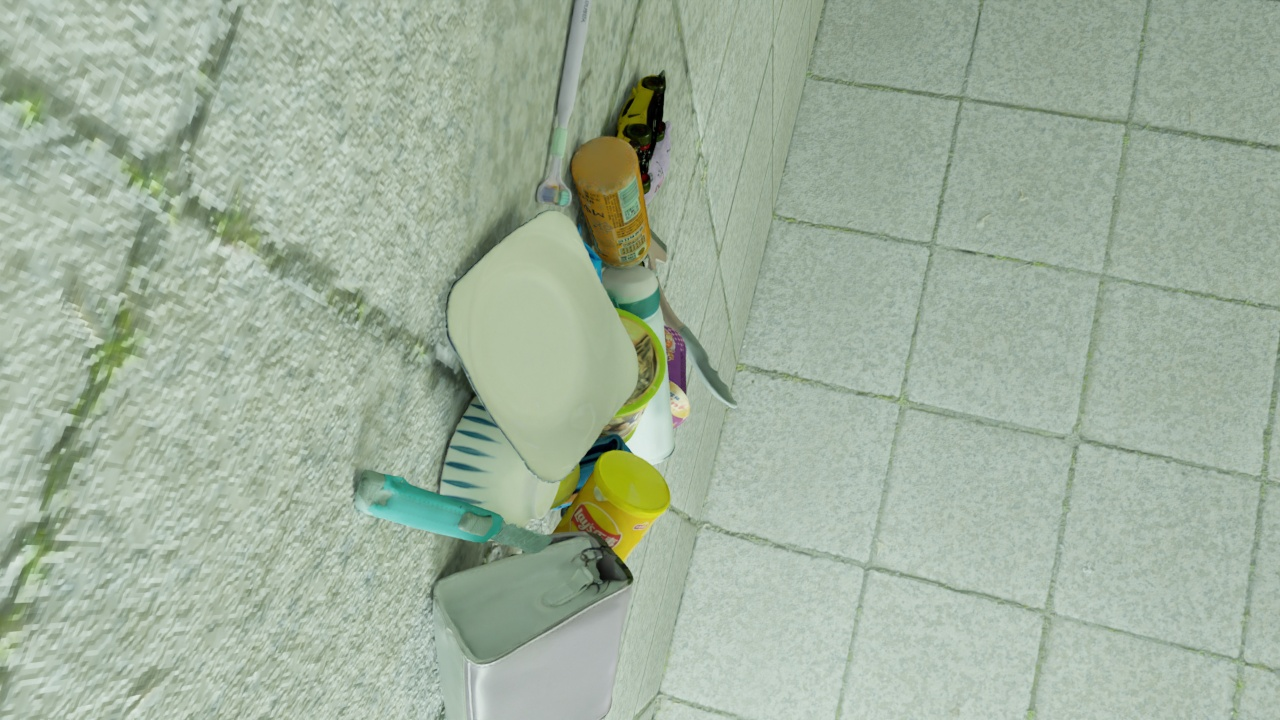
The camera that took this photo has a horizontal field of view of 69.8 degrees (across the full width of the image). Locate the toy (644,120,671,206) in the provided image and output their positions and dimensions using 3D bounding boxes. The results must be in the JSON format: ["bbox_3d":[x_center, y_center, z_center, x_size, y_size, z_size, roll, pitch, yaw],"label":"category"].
[{"bbox_3d":[0.007,-0.199,0.989,0.107,0.039,0.084,-68,172,-46],"label":"toy"}]

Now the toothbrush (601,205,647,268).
[{"bbox_3d":[-0.017,-0.140,0.984,0.016,0.018,0.190,63,29,-22],"label":"toothbrush"}]

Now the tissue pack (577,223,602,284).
[{"bbox_3d":[-0.065,-0.030,0.771,0.095,0.052,0.156,85,20,-58],"label":"tissue pack"}]

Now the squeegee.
[{"bbox_3d":[0.052,-0.047,1.148,0.249,0.040,0.247,64,8,7],"label":"squeegee"}]

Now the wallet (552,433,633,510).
[{"bbox_3d":[-0.055,0.110,0.886,0.133,0.106,0.040,63,7,-71],"label":"wallet"}]

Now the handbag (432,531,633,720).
[{"bbox_3d":[-0.087,0.241,0.746,0.144,0.098,0.197,-16,134,-25],"label":"handbag"}]

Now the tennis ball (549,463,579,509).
[{"bbox_3d":[-0.084,0.095,0.784,0.065,0.065,0.065,14,89,-79],"label":"tennis ball"}]

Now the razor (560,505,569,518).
[{"bbox_3d":[-0.068,0.105,0.993,0.042,0.022,0.142,28,73,-68],"label":"razor"}]

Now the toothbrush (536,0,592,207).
[{"bbox_3d":[-0.054,-0.215,0.711,0.021,0.029,0.189,23,-74,60],"label":"toothbrush"}]

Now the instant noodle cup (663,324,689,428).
[{"bbox_3d":[0.007,0.016,1.084,0.112,0.111,0.099,90,8,-50],"label":"instant noodle cup"}]

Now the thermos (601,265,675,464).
[{"bbox_3d":[-0.006,0.006,0.960,0.073,0.073,0.225,-64,153,-51],"label":"thermos"}]

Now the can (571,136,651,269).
[{"bbox_3d":[-0.024,-0.141,0.842,0.146,0.058,0.058,76,29,-67],"label":"can"}]

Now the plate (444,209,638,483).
[{"bbox_3d":[-0.073,-0.011,0.664,0.163,0.034,0.164,-51,122,-46],"label":"plate"}]

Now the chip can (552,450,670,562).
[{"bbox_3d":[-0.054,0.178,0.816,0.214,0.072,0.071,-58,179,28],"label":"chip can"}]

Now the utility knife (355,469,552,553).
[{"bbox_3d":[-0.116,0.107,0.614,0.029,0.013,0.223,-56,149,-2],"label":"utility knife"}]

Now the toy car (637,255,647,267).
[{"bbox_3d":[-0.006,-0.075,1.007,0.056,0.037,0.122,-76,160,-65],"label":"toy car"}]

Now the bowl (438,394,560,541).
[{"bbox_3d":[-0.098,0.084,0.696,0.116,0.066,0.116,14,89,-79],"label":"bowl"}]

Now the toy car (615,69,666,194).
[{"bbox_3d":[0.000,-0.226,0.908,0.071,0.041,0.155,90,12,-49],"label":"toy car"}]

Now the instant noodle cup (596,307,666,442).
[{"bbox_3d":[-0.038,0.029,0.868,0.124,0.112,0.111,100,7,-61],"label":"instant noodle cup"}]
